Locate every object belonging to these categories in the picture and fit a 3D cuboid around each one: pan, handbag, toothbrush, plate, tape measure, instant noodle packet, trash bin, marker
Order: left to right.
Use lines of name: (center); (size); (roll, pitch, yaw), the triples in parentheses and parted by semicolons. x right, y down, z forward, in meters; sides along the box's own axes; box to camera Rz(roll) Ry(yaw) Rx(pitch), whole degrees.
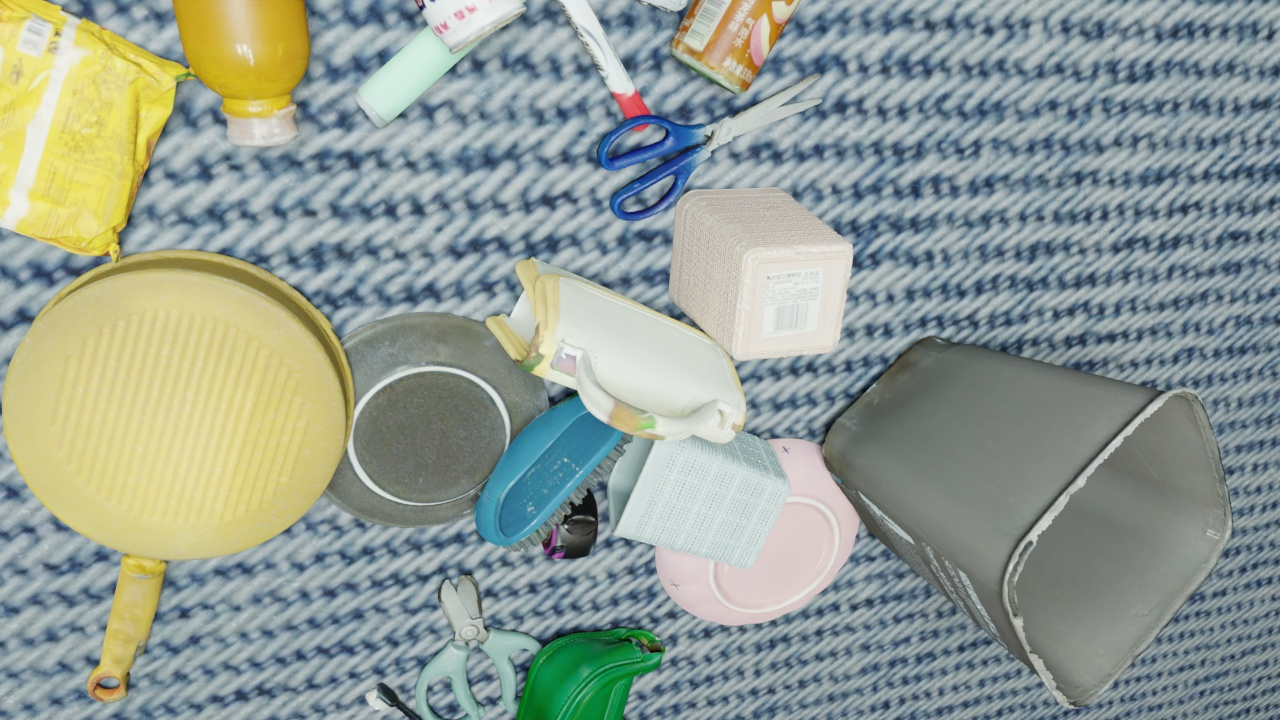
instant noodle packet: (-0.314, -0.127, 0.489); (0.110, 0.044, 0.129); (20, 112, -34)
pan: (-0.316, 0.098, 0.603); (0.197, 0.078, 0.358); (18, 103, -20)
plate: (-0.151, 0.051, 0.652); (0.179, 0.024, 0.180); (-9, 119, -16)
toothbrush: (-0.175, 0.331, 0.794); (0.018, 0.015, 0.181); (-33, 122, 6)
toothbrush: (-0.078, -0.219, 0.536); (0.224, 0.026, 0.027); (-41, 146, 4)
tape measure: (-0.057, 0.123, 0.703); (0.039, 0.057, 0.058); (2, 125, -21)
marker: (-0.030, -0.196, 0.551); (0.017, 0.017, 0.145); (-37, 136, 1)
handbag: (-0.042, 0.295, 0.785); (0.120, 0.068, 0.131); (-5, 118, -41)
handbag: (-0.003, 0.003, 0.590); (0.163, 0.178, 0.063); (22, 104, -28)
plate: (0.109, 0.158, 0.792); (0.192, 0.039, 0.193); (-8, 119, -16)
trash bin: (0.280, 0.102, 0.703); (0.198, 0.220, 0.199); (-43, 123, -10)

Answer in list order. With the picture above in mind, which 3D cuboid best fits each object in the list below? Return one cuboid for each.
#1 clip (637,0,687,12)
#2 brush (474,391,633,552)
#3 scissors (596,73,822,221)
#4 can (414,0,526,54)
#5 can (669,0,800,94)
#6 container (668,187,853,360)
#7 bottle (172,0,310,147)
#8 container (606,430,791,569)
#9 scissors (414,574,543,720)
clip: (0.001, -0.230, 0.563); (0.057, 0.032, 0.025); (14, 109, -21)
brush: (-0.064, 0.072, 0.656); (0.143, 0.055, 0.073); (-46, 146, -7)
scissors: (0.046, -0.157, 0.610); (0.173, 0.012, 0.132); (-46, 139, 12)
can: (-0.115, -0.233, 0.481); (0.053, 0.053, 0.133); (-31, 109, -2)
can: (0.077, -0.241, 0.561); (0.058, 0.058, 0.147); (23, 107, -28)
container: (0.082, -0.059, 0.626); (0.090, 0.111, 0.090); (-5, 117, -18)
bottle: (-0.209, -0.207, 0.469); (0.068, 0.068, 0.190); (-8, 119, -16)
container: (0.043, 0.091, 0.687); (0.111, 0.090, 0.090); (19, 107, -10)
scissors: (-0.124, 0.239, 0.764); (0.143, 0.019, 0.180); (-5, 116, -17)
